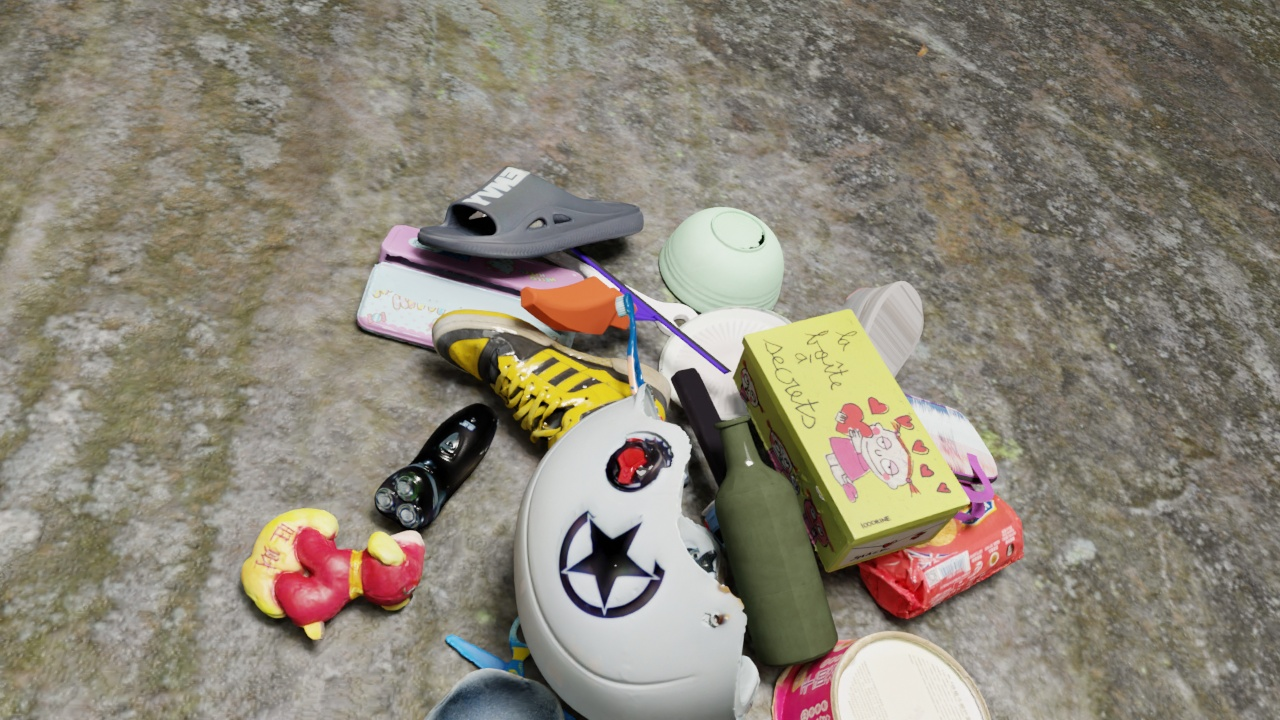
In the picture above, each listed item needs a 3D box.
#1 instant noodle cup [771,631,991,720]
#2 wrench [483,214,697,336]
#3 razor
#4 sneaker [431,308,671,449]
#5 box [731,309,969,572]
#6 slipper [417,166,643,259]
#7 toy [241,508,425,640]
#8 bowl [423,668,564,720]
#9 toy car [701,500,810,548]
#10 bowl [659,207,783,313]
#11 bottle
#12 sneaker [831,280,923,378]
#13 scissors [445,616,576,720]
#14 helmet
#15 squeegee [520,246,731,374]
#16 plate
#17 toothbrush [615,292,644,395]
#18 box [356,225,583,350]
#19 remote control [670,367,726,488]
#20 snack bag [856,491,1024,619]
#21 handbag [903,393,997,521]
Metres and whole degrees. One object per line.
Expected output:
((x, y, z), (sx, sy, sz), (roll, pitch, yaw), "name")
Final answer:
((0.207, 0.300, 0.749), (0.178, 0.078, 0.178), (10, 50, -12), "instant noodle cup")
((-0.058, -0.098, 1.029), (0.273, 0.009, 0.047), (28, 48, 5), "wrench")
((-0.172, 0.085, 0.801), (0.053, 0.064, 0.140), (31, 51, 5), "razor")
((-0.088, 0.040, 0.851), (0.238, 0.086, 0.121), (17, 44, -10), "sneaker")
((0.182, 0.067, 0.838), (0.124, 0.082, 0.220), (-11, 59, -17), "box")
((-0.104, -0.161, 0.964), (0.267, 0.083, 0.111), (-16, 26, -40), "slipper")
((-0.241, 0.167, 0.716), (0.137, 0.067, 0.105), (5, 57, -5), "toy")
((-0.106, 0.284, 0.662), (0.110, 0.055, 0.110), (5, 62, -10), "bowl")
((0.137, 0.149, 0.860), (0.153, 0.056, 0.054), (2, 65, -12), "toy car")
((0.103, -0.124, 1.063), (0.151, 0.077, 0.150), (9, 50, -11), "bowl")
((0.106, 0.150, 0.783), (0.071, 0.072, 0.206), (-13, 84, -28), "bottle")
((0.211, 0.007, 0.998), (0.235, 0.090, 0.099), (-47, 110, -21), "sneaker")
((-0.099, 0.249, 0.727), (0.125, 0.014, 0.130), (29, 49, 7), "scissors")
((-0.016, 0.157, 0.707), (0.163, 0.237, 0.263), (-17, 61, 0), "helmet")
((-0.052, -0.052, 0.889), (0.249, 0.055, 0.184), (40, 19, 27), "squeegee")
((0.098, 0.003, 0.961), (0.157, 0.014, 0.156), (-7, 49, 8), "plate")
((-0.005, 0.005, 0.831), (0.021, 0.017, 0.135), (1, 76, -56), "toothbrush")
((-0.168, -0.066, 0.942), (0.214, 0.051, 0.148), (15, 52, -8), "box")
((0.066, 0.063, 0.862), (0.032, 0.015, 0.136), (-12, 56, -17), "remote control")
((0.291, 0.186, 0.877), (0.176, 0.083, 0.082), (-16, 59, -29), "snack bag")
((0.295, 0.102, 0.901), (0.144, 0.068, 0.169), (17, 20, -5), "handbag")
